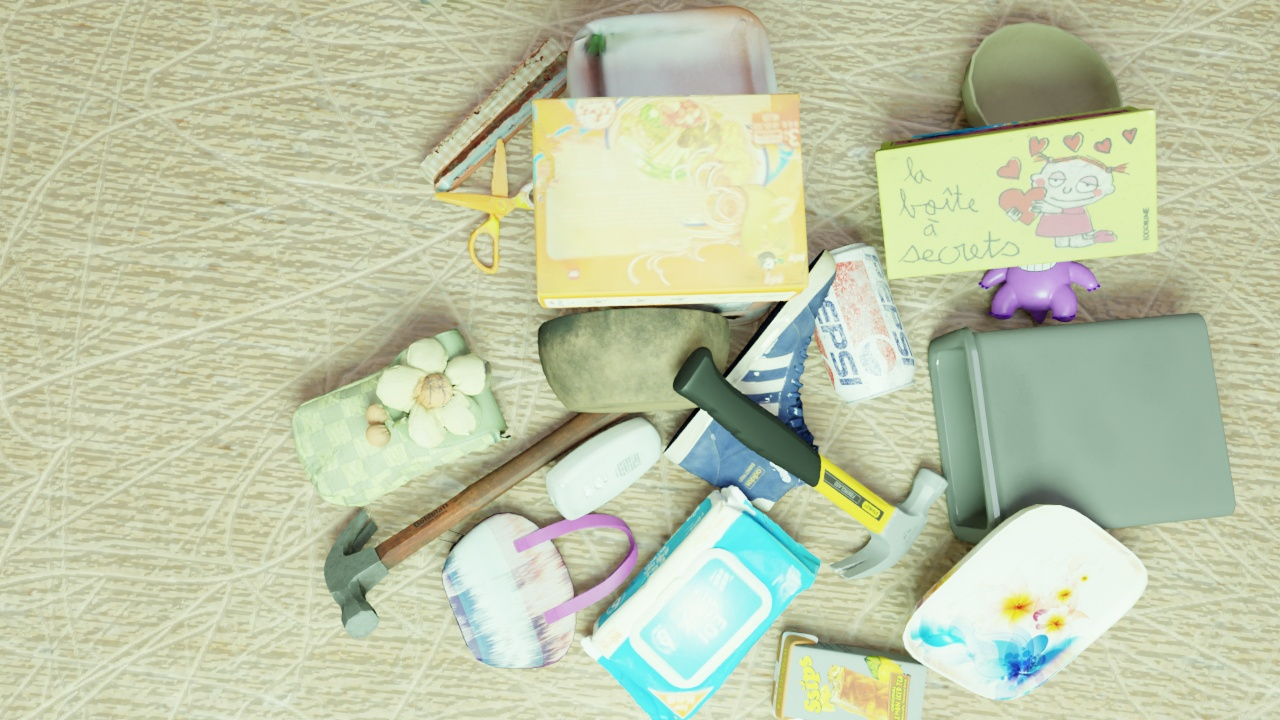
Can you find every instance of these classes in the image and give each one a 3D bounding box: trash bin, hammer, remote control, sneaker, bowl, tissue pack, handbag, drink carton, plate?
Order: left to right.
[{"bbox_3d":[-0.210,0.053,0.796,0.186,0.117,0.113,-27,85,-7],"label":"handbag"},{"bbox_3d":[-0.140,0.117,0.814,0.300,0.111,0.028,-33,129,-14],"label":"hammer"},{"bbox_3d":[-0.084,0.191,0.818,0.169,0.068,0.144,-22,80,-12],"label":"handbag"},{"bbox_3d":[-0.031,0.095,0.823,0.114,0.028,0.060,-34,130,-21],"label":"remote control"},{"bbox_3d":[-0.005,0.005,0.772,0.162,0.162,0.070,-2,83,-3],"label":"bowl"},{"bbox_3d":[0.032,-0.164,0.811,0.181,0.157,0.259,-7,83,-4],"label":"trash bin"},{"bbox_3d":[0.049,0.218,0.806,0.117,0.066,0.209,42,95,-1],"label":"tissue pack"},{"bbox_3d":[0.135,0.031,0.807,0.118,0.091,0.233,38,103,1],"label":"sneaker"},{"bbox_3d":[0.141,0.087,0.766,0.323,0.029,0.127,35,85,-34],"label":"hammer"},{"bbox_3d":[0.184,0.290,0.821,0.125,0.048,0.076,9,83,-2],"label":"drink carton"},{"bbox_3d":[0.331,0.210,0.796,0.187,0.016,0.187,33,107,-26],"label":"plate"},{"bbox_3d":[0.376,-0.244,0.881,0.152,0.050,0.152,2,73,-7],"label":"bowl"},{"bbox_3d":[0.394,0.060,0.834,0.220,0.098,0.191,-5,84,-4],"label":"trash bin"}]

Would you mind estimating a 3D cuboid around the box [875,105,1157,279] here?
[{"bbox_3d":[0.324,-0.147,0.809,0.221,0.082,0.124,-3,108,16],"label":"box"}]

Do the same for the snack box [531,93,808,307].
[{"bbox_3d":[0.019,-0.116,0.686,0.195,0.081,0.145,-2,85,-2],"label":"snack box"}]

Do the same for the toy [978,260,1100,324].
[{"bbox_3d":[0.377,-0.078,0.868,0.106,0.055,0.088,5,84,33],"label":"toy"}]

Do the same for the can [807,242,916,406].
[{"bbox_3d":[0.198,-0.033,0.843,0.078,0.078,0.136,-18,85,-5],"label":"can"}]

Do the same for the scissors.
[{"bbox_3d":[-0.128,-0.143,0.859,0.129,0.011,0.125,-2,104,-20],"label":"scissors"}]

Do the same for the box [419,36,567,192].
[{"bbox_3d":[-0.136,-0.231,0.867,0.186,0.060,0.058,-45,131,-7],"label":"box"}]

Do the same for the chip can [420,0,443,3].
[{"bbox_3d":[-0.111,-0.405,0.873,0.229,0.080,0.080,-19,85,-4],"label":"chip can"}]
